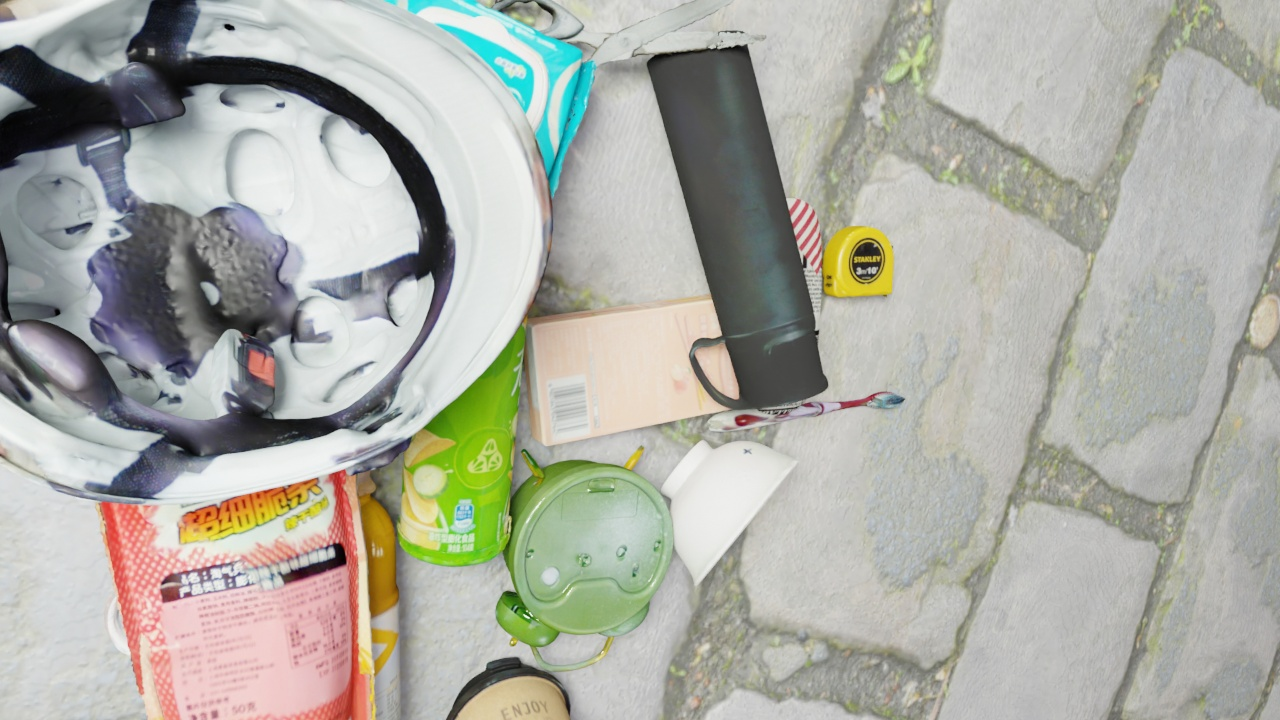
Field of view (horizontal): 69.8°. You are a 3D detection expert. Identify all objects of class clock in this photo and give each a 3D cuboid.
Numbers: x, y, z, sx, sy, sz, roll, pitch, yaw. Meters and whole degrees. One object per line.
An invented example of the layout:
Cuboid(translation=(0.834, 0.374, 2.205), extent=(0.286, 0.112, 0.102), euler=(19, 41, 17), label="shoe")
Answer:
Cuboid(translation=(-0.042, 0.140, 0.635), extent=(0.116, 0.056, 0.161), euler=(2, 98, -27), label="clock")

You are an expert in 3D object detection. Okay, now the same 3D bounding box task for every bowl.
Cuboid(translation=(0.054, 0.097, 0.663), extent=(0.065, 0.118, 0.118), euler=(39, 78, 12), label="bowl")

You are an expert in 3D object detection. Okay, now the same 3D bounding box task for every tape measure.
Cuboid(translation=(0.169, -0.077, 0.718), extent=(0.060, 0.029, 0.057), euler=(-6, 103, -26), label="tape measure")

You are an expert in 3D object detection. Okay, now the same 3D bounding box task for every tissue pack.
Cuboid(translation=(-0.096, -0.153, 0.521), extent=(0.133, 0.050, 0.093), euler=(18, 82, -25), label="tissue pack")

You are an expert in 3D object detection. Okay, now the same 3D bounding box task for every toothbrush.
Cuboid(translation=(0.135, 0.041, 0.728), extent=(0.187, 0.017, 0.016), euler=(-6, 101, -27), label="toothbrush")

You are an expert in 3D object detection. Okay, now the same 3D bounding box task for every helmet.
Cuboid(translation=(-0.183, -0.050, 0.417), extent=(0.258, 0.146, 0.229), euler=(-26, 95, -31), label="helmet")

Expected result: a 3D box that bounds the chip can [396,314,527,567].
Cuboid(translation=(-0.106, 0.017, 0.551), extent=(0.072, 0.072, 0.221), euler=(-2, 111, -27), label="chip can")

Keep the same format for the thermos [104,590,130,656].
Cuboid(translation=(-0.257, 0.078, 0.515), extent=(0.087, 0.067, 0.199), euler=(5, 100, 3), label="thermos")

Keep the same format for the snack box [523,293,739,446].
Cuboid(translation=(-0.004, 0.004, 0.646), extent=(0.157, 0.026, 0.084), euler=(-9, 103, -26), label="snack box")

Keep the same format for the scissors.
Cuboid(translation=(-0.015, -0.192, 0.571), extent=(0.165, 0.014, 0.163), euler=(29, 105, -7), label="scissors")

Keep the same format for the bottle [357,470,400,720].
Cuboid(translation=(-0.182, 0.151, 0.559), extent=(0.068, 0.068, 0.189), euler=(-3, 101, -27), label="bottle")

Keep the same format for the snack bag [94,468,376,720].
Cuboid(translation=(-0.202, 0.127, 0.479), extent=(0.128, 0.073, 0.208), euler=(-11, 99, -32), label="snack bag")

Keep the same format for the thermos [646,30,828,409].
Cuboid(translation=(0.057, -0.087, 0.618), extent=(0.090, 0.068, 0.242), euler=(-14, 96, 3), label="thermos")

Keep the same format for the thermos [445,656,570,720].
Cuboid(translation=(-0.072, 0.273, 0.602), extent=(0.093, 0.143, 0.093), euler=(-11, 117, -23), label="thermos")

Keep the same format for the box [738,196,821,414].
Cuboid(translation=(0.102, -0.041, 0.688), extent=(0.068, 0.051, 0.164), euler=(0, 98, -13), label="box")
